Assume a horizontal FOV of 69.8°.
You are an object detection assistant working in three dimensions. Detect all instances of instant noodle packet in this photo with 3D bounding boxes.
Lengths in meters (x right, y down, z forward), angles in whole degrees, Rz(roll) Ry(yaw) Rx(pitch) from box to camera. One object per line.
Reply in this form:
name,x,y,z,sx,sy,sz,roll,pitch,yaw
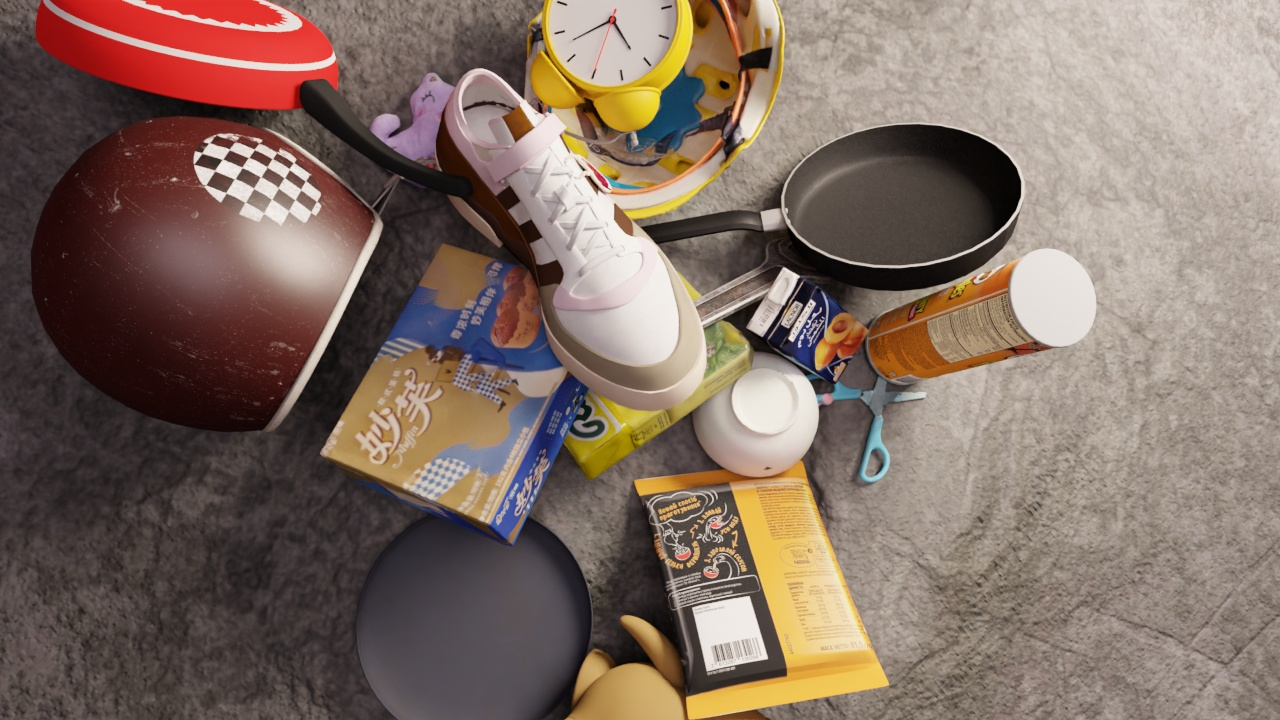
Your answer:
instant noodle packet,0.095,0.181,0.774,0.159,0.032,0.220,-6,48,-11

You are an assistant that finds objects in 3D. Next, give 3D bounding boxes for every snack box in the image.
snack box,-0.005,0.005,0.788,0.180,0.045,0.121,-33,56,-10
snack box,-0.132,0.022,0.735,0.155,0.069,0.202,18,69,19

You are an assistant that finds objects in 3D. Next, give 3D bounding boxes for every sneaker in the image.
sneaker,-0.049,-0.099,0.667,0.111,0.116,0.293,-32,74,-14

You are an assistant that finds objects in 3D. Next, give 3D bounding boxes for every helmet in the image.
helmet,-0.302,-0.068,0.689,0.253,0.233,0.234,28,117,-22
helmet,0.012,-0.235,0.798,0.209,0.139,0.240,31,102,6

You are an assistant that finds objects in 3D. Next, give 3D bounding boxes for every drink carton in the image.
drink carton,0.148,-0.027,0.804,0.040,0.130,0.064,33,95,36

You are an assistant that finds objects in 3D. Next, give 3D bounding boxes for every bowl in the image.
bowl,0.106,0.043,0.814,0.113,0.063,0.113,1,73,-3

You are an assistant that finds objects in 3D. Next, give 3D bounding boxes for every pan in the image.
pan,0.156,-0.127,0.827,0.356,0.044,0.203,-9,46,8
pan,-0.276,-0.215,0.692,0.356,0.208,0.067,24,116,12
pan,-0.158,0.147,0.791,0.198,0.021,0.356,-13,86,-11

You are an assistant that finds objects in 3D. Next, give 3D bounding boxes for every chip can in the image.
chip can,0.278,-0.030,0.780,0.075,0.215,0.075,2,80,-15

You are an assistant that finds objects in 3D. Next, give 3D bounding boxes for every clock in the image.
clock,-0.024,-0.244,0.707,0.113,0.052,0.152,21,97,8

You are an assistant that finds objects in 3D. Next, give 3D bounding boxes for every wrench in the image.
wrench,0.075,-0.052,0.790,0.272,0.010,0.070,-28,56,-36

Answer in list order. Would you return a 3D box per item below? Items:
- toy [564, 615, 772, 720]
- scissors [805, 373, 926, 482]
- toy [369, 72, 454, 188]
toy,0.038,0.323,0.741,0.203,0.162,0.198,12,82,13
scissors,0.211,0.053,0.869,0.135,0.015,0.135,-3,85,-8
toy,-0.191,-0.205,0.809,0.080,0.036,0.099,28,82,-8
